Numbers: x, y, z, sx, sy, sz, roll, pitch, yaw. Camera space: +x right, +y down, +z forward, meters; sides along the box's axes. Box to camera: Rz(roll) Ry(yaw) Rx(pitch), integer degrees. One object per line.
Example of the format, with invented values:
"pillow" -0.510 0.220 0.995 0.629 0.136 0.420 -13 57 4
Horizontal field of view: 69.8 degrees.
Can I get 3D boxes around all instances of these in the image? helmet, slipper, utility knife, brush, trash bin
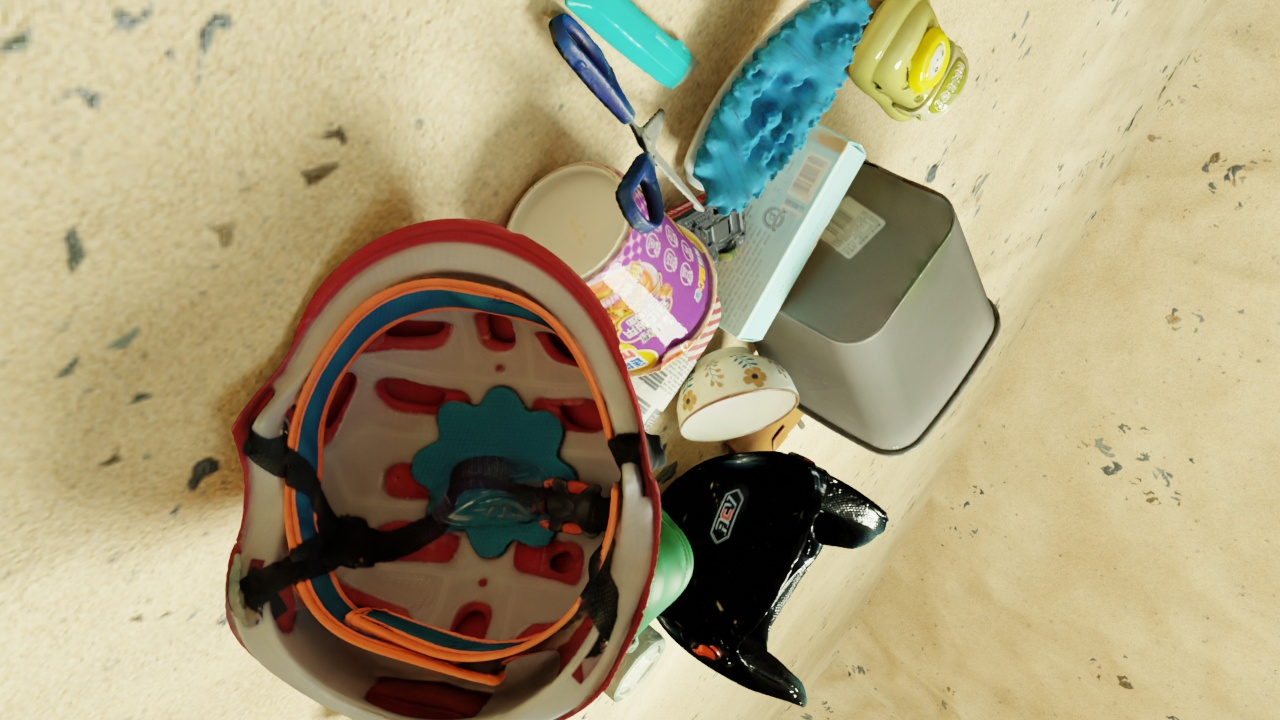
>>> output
"helmet" 0.111 0.205 0.949 0.233 0.230 0.275 -60 159 -24
"slipper" 0.244 -0.253 0.788 0.092 0.081 0.190 -62 156 10
"helmet" -0.087 0.061 0.480 0.144 0.207 0.240 57 38 -79
"utility knife" -0.018 -0.188 0.491 0.029 0.013 0.221 -59 157 11
"brush" 0.126 -0.240 0.613 0.315 0.060 0.109 -54 -162 8
"trash bin" 0.200 -0.057 0.839 0.198 0.199 0.220 -53 148 -7

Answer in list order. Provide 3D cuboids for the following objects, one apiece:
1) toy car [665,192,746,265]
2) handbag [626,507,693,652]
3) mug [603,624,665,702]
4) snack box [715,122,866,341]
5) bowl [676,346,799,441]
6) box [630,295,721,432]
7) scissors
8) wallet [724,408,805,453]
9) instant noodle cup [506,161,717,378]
"toy car" 0.030 -0.085 0.656 0.120 0.045 0.053 -35 125 -42
"handbag" -0.027 0.173 0.789 0.067 0.131 0.120 -2 128 -48
"mug" -0.039 0.271 0.918 0.083 0.103 0.124 -43 153 -22
"snack box" 0.098 -0.106 0.720 0.051 0.074 0.175 1 121 -60
"bowl" 0.085 0.026 0.854 0.113 0.062 0.114 -11 154 -6
"box" 0.000 0.007 0.685 0.163 0.081 0.075 -53 145 0
"scissors" -0.002 -0.124 0.514 0.012 0.162 0.176 -23 134 20
"wallet" 0.155 0.079 1.104 0.130 0.035 0.119 -47 148 -13
"instant noodle cup" -0.021 -0.059 0.547 0.111 0.111 0.099 -52 146 -5
